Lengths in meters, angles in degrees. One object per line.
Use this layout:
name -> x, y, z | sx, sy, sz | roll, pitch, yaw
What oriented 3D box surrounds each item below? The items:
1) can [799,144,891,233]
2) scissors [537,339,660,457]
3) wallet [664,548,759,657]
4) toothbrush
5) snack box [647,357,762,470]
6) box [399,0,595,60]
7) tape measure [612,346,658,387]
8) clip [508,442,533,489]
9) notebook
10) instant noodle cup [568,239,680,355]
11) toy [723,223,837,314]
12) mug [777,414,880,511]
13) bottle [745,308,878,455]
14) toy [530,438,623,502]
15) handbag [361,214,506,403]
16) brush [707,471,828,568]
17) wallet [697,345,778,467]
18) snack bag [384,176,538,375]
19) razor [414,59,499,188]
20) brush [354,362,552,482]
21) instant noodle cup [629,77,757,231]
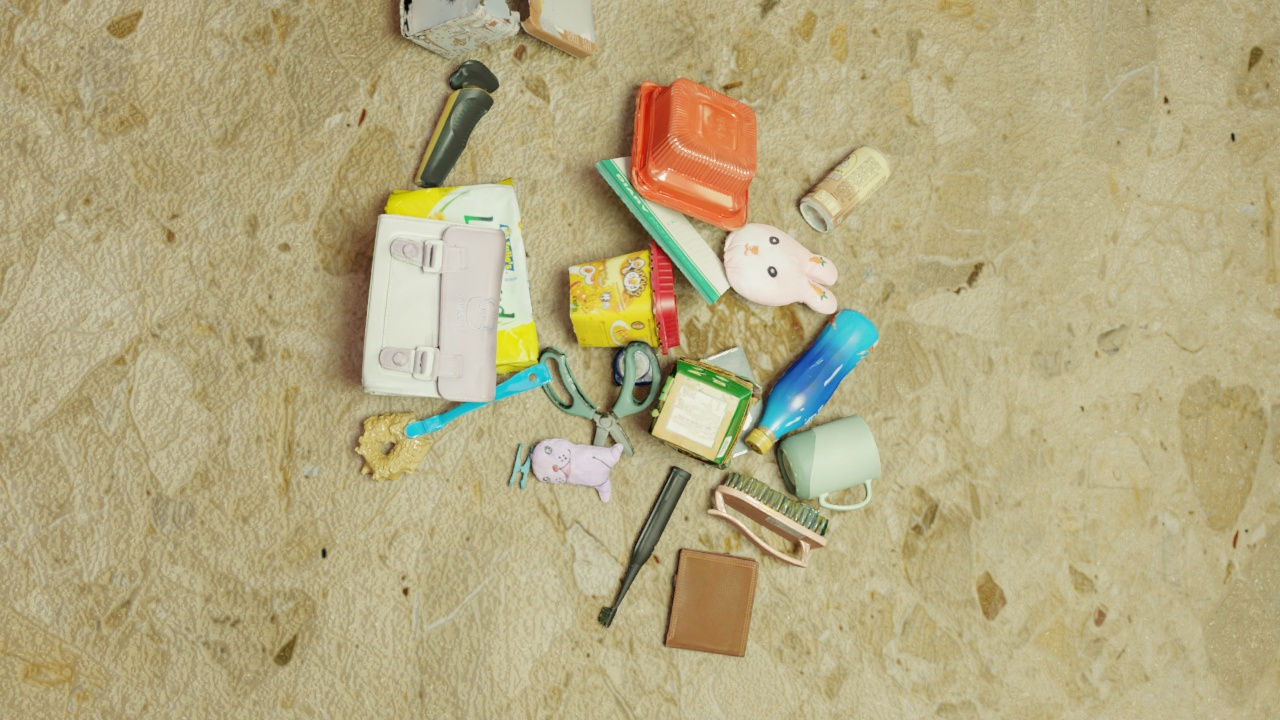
can -> 0.264, -0.221, 1.184 | 0.116, 0.058, 0.058 | -42, 91, -9
scissors -> -0.038, 0.032, 1.103 | 0.182, 0.019, 0.170 | -37, 89, 27
wallet -> 0.087, 0.298, 1.130 | 0.101, 0.032, 0.124 | 10, 83, -4
toothbrush -> 0.004, 0.229, 1.128 | 0.027, 0.026, 0.212 | 24, 82, 30
snack box -> 0.071, 0.064, 1.078 | 0.117, 0.105, 0.118 | 22, 95, 6
box -> -0.181, -0.469, 1.140 | 0.158, 0.197, 0.181 | -7, 85, 33
tape measure -> -0.007, 0.007, 1.145 | 0.058, 0.025, 0.054 | -2, 83, -12
clip -> -0.145, 0.130, 1.122 | 0.045, 0.014, 0.057 | 12, 85, -4
notebook -> 0.034, -0.162, 1.112 | 0.012, 0.150, 0.209 | -39, 92, 22
instant noodle cup -> -0.019, -0.070, 1.103 | 0.124, 0.116, 0.116 | -6, 59, 3
toy -> 0.180, -0.115, 1.160 | 0.159, 0.054, 0.121 | 15, 57, -14
mug -> 0.235, 0.134, 1.131 | 0.106, 0.082, 0.111 | -17, 72, -7
bottle -> 0.209, 0.029, 1.139 | 0.065, 0.065, 0.218 | 45, 73, -2
toy -> -0.081, 0.129, 1.117 | 0.108, 0.039, 0.084 | 9, 112, -5
handbag -> -0.227, -0.054, 1.022 | 0.145, 0.098, 0.197 | 5, 85, -11
brush -> 0.155, 0.195, 1.130 | 0.145, 0.063, 0.073 | 29, 71, -3
wallet -> 0.103, 0.058, 1.149 | 0.106, 0.037, 0.129 | -20, 88, -9
snack bag -> -0.214, -0.094, 1.105 | 0.158, 0.068, 0.246 | -8, 87, -7
razor -> -0.232, -0.289, 1.133 | 0.068, 0.062, 0.167 | 24, 87, 26
brush -> -0.223, 0.066, 1.084 | 0.255, 0.046, 0.083 | -25, 81, 4
instant noodle cup -> 0.073, -0.261, 1.114 | 0.164, 0.079, 0.188 | 16, 59, -22
